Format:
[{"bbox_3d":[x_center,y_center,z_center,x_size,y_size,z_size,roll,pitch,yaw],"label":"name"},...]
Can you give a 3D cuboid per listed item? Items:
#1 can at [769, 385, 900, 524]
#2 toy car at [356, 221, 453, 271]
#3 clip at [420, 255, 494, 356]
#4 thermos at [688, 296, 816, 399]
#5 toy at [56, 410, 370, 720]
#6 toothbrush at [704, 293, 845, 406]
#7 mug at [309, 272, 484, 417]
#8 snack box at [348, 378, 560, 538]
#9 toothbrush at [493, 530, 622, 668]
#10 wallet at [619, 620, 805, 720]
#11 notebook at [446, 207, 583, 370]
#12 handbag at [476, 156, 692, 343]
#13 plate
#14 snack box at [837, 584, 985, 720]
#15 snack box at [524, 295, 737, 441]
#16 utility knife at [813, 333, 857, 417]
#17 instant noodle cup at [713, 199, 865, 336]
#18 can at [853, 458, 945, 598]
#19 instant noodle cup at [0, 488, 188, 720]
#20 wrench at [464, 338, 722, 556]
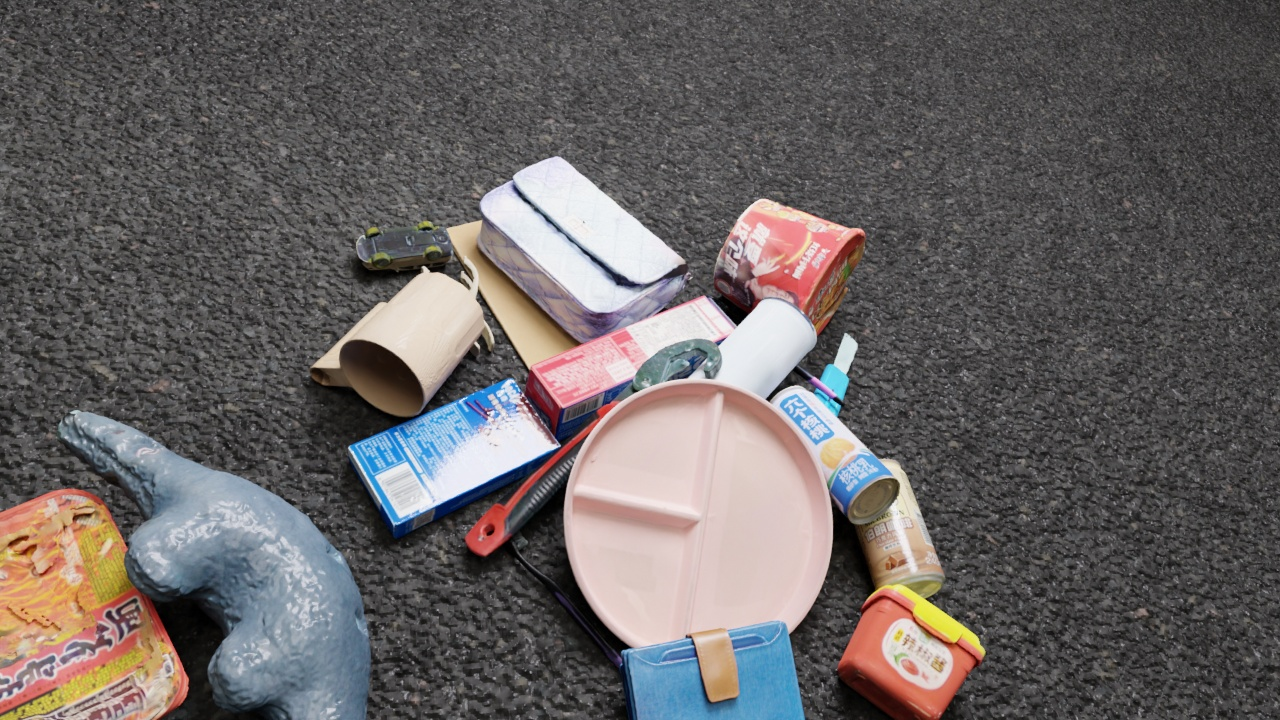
[{"bbox_3d":[0.165,0.080,0.809,0.053,0.053,0.134,-12,40,-24],"label":"can"},{"bbox_3d":[-0.231,-0.108,0.898,0.090,0.035,0.042,-9,54,-21],"label":"toy car"},{"bbox_3d":[-0.162,-0.058,0.879,0.103,0.035,0.092,38,53,9],"label":"clip"},{"bbox_3d":[0.069,0.039,0.826,0.073,0.073,0.223,38,65,15],"label":"thermos"},{"bbox_3d":[-0.266,0.160,0.626,0.356,0.092,0.137,49,30,14],"label":"toy"},{"bbox_3d":[0.130,-0.011,0.925,0.017,0.014,0.189,-37,63,-24],"label":"toothbrush"},{"bbox_3d":[-0.212,-0.016,0.803,0.125,0.084,0.103,1,39,29],"label":"mug"},{"bbox_3d":[-0.156,0.079,0.776,0.156,0.026,0.084,-24,62,-30],"label":"snack box"},{"bbox_3d":[-0.053,0.194,0.724,0.189,0.014,0.016,43,42,19],"label":"toothbrush"},{"bbox_3d":[0.056,0.254,0.678,0.133,0.040,0.106,-5,76,-19],"label":"wallet"},{"bbox_3d":[-0.090,-0.078,0.932,0.147,0.008,0.207,-20,60,-28],"label":"notebook"},{"bbox_3d":[-0.060,-0.112,0.911,0.194,0.076,0.133,42,53,17],"label":"handbag"},{"bbox_3d":[0.048,0.129,0.744,0.229,0.028,0.229,4,76,-16],"label":"plate"},{"bbox_3d":[0.209,0.236,0.726,0.091,0.082,0.080,34,65,13],"label":"snack box"},{"bbox_3d":[-0.005,0.005,0.858,0.207,0.057,0.058,-23,59,-29],"label":"snack box"},{"bbox_3d":[0.185,0.039,0.910,0.034,0.018,0.198,26,49,6],"label":"utility knife"},{"bbox_3d":[0.146,-0.093,0.934,0.108,0.138,0.137,31,51,20],"label":"instant noodle cup"},{"bbox_3d":[0.220,0.149,0.805,0.058,0.059,0.116,0,53,-16],"label":"can"},{"bbox_3d":[-0.400,0.190,0.587,0.164,0.079,0.188,-24,64,-31],"label":"instant noodle cup"},{"bbox_3d":[-0.038,0.066,0.772,0.272,0.016,0.056,-39,48,-19],"label":"wrench"}]
